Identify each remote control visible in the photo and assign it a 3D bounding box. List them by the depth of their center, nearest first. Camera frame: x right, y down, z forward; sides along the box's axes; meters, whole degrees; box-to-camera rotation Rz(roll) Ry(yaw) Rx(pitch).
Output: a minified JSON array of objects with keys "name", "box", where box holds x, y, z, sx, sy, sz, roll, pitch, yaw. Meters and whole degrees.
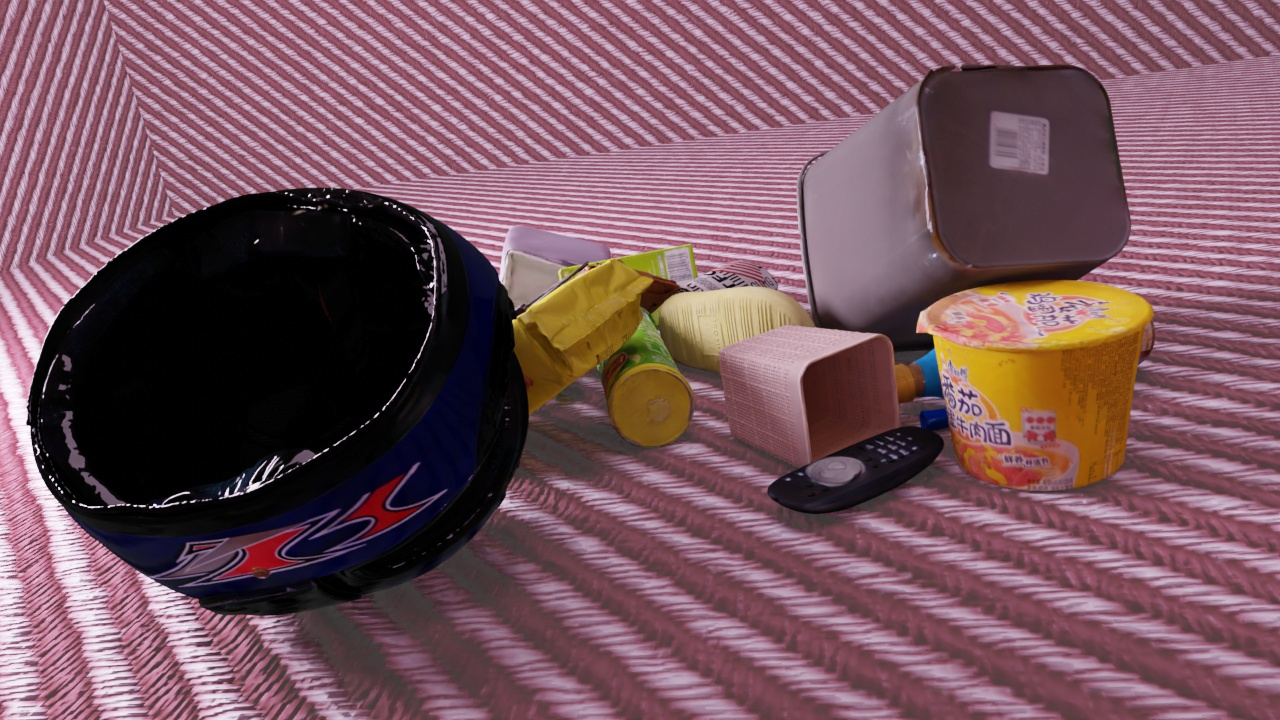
[{"name":"remote control","box":[0.150,0.079,0.630,0.136,0.024,0.053,-19,23,-22]}]

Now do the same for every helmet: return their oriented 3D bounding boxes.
[{"name":"helmet","box":[-0.191,0.035,0.582,0.316,0.246,0.240,-8,-24,21]}]

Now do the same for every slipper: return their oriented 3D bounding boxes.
[{"name":"slipper","box":[0.099,-0.033,0.876,0.081,0.092,0.191,-22,20,-38]}]

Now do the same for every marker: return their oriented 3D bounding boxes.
[{"name":"marker","box":[0.287,0.034,0.703,0.146,0.017,0.017,-10,19,-2]}]

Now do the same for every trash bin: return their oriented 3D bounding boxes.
[{"name":"trash bin","box":[0.258,-0.125,0.759,0.199,0.198,0.220,-4,-10,-8]}]

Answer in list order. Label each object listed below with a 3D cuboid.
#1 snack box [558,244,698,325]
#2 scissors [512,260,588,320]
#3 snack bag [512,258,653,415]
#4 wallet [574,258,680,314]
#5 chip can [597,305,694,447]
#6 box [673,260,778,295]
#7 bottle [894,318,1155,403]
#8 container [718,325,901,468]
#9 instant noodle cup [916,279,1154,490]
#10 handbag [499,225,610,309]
[{"name":"snack box","box":[-0.010,-0.077,1.049,0.156,0.086,0.026,-12,4,-7]},{"name":"scissors","box":[-0.132,-0.038,0.924,0.190,0.015,0.221,-37,6,8]},{"name":"snack bag","box":[-0.109,0.014,0.766,0.247,0.068,0.157,-33,4,32]},{"name":"wallet","box":[-0.033,-0.059,0.957,0.108,0.031,0.131,-42,-26,27]},{"name":"chip can","box":[-0.005,0.005,0.839,0.072,0.073,0.221,-11,19,-4]},{"name":"box","box":[0.091,-0.052,1.011,0.075,0.081,0.163,36,38,20]},{"name":"bottle","box":[0.297,-0.003,0.732,0.218,0.065,0.065,-14,20,-9]},{"name":"container","box":[0.124,0.024,0.704,0.090,0.090,0.111,-20,19,-27]},{"name":"instant noodle cup","box":[0.267,0.016,0.623,0.138,0.110,0.138,-8,20,3]},{"name":"handbag","box":[-0.104,-0.103,1.151,0.145,0.098,0.197,5,17,-8]}]
